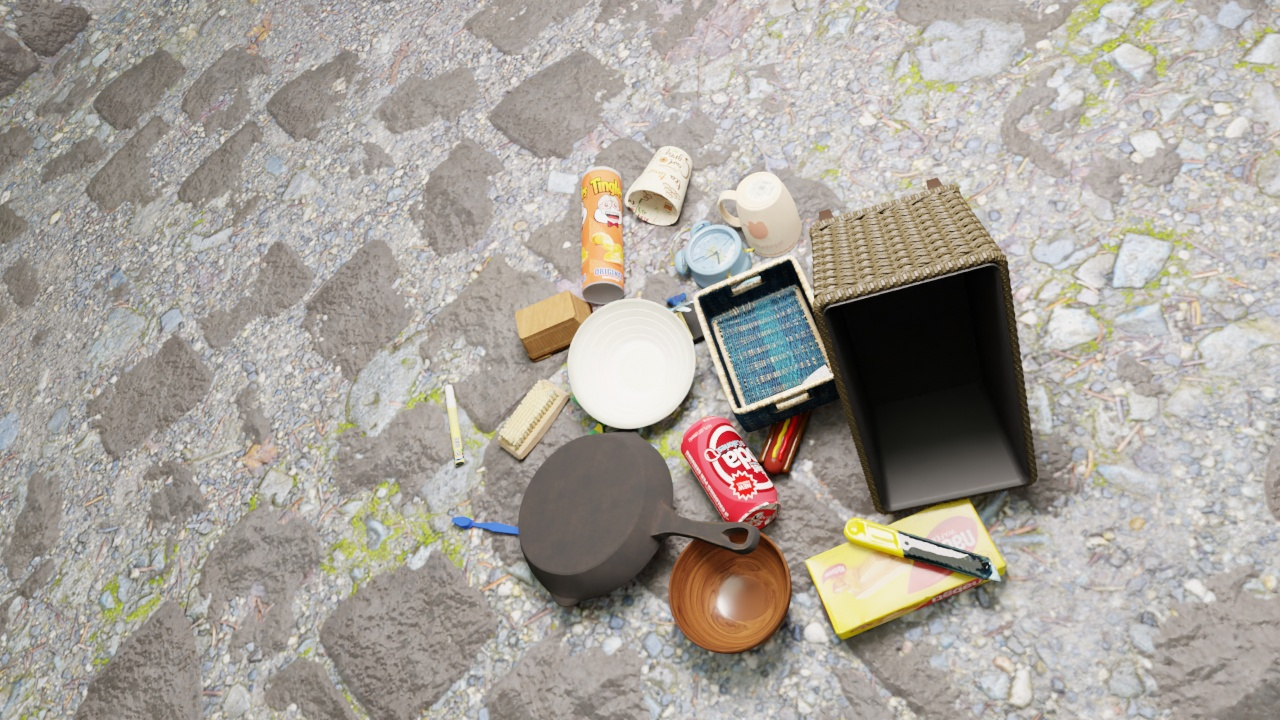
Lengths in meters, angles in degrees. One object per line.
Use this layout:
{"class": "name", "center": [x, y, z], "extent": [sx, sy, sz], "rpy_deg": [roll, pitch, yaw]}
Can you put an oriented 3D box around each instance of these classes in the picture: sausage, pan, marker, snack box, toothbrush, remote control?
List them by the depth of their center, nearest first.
{"class": "snack box", "center": [0.298, 0.234, 1.039], "extent": [0.201, 0.042, 0.092], "rpy_deg": [-25, 58, 9]}
{"class": "pan", "center": [-0.016, 0.190, 1.135], "extent": [0.357, 0.043, 0.248], "rpy_deg": [2, 62, 38]}
{"class": "sausage", "center": [0.192, 0.073, 1.165], "extent": [0.040, 0.040, 0.155], "rpy_deg": [15, 71, 27]}
{"class": "toothbrush", "center": [-0.178, 0.231, 1.252], "extent": [0.187, 0.011, 0.016], "rpy_deg": [4, 66, 24]}
{"class": "remote control", "center": [0.036, -0.032, 1.296], "extent": [0.133, 0.013, 0.058], "rpy_deg": [-28, 58, 7]}
{"class": "marker", "center": [-0.276, 0.094, 1.359], "extent": [0.014, 0.014, 0.132], "rpy_deg": [-22, 59, 11]}

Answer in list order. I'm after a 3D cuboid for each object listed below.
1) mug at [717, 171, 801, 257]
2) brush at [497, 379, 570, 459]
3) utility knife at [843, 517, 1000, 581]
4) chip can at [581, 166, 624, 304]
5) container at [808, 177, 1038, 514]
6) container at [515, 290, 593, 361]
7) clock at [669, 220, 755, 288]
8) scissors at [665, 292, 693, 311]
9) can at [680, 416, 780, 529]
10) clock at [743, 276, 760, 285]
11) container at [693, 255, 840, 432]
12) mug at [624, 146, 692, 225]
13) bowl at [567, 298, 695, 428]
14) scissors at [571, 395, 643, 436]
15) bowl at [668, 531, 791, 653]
{"class": "mug", "center": [0.161, -0.209, 1.280], "extent": [0.112, 0.104, 0.085], "rpy_deg": [10, 68, 25]}
{"class": "brush", "center": [-0.155, 0.080, 1.303], "extent": [0.049, 0.039, 0.117], "rpy_deg": [31, 80, 30]}
{"class": "utility knife", "center": [0.309, 0.209, 1.009], "extent": [0.171, 0.020, 0.028], "rpy_deg": [14, 72, 29]}
{"class": "chip can", "center": [-0.058, -0.190, 1.385], "extent": [0.062, 0.062, 0.210], "rpy_deg": [-11, 61, 17]}
{"class": "container", "center": [0.300, -0.023, 1.004], "extent": [0.177, 0.321, 0.204], "rpy_deg": [-15, 38, 15]}
{"class": "container", "center": [-0.128, -0.053, 1.345], "extent": [0.114, 0.061, 0.063], "rpy_deg": [-22, 59, 11]}
{"class": "clock", "center": [0.098, -0.152, 1.309], "extent": [0.124, 0.051, 0.088], "rpy_deg": [26, 79, 30]}
{"class": "scissors", "center": [0.058, -0.082, 1.268], "extent": [0.086, 0.015, 0.135], "rpy_deg": [-44, 14, -29]}
{"class": "can", "center": [0.110, 0.140, 1.143], "extent": [0.074, 0.074, 0.142], "rpy_deg": [-34, 57, 3]}
{"class": "clock", "center": [0.172, -0.083, 1.250], "extent": [0.087, 0.042, 0.123], "rpy_deg": [28, 79, 31]}
{"class": "container", "center": [0.163, -0.021, 1.156], "extent": [0.145, 0.071, 0.187], "rpy_deg": [-22, 59, 9]}
{"class": "mug", "center": [0.022, -0.265, 1.396], "extent": [0.122, 0.081, 0.097], "rpy_deg": [-9, 50, 48]}
{"class": "bowl", "center": [-0.007, 0.007, 1.253], "extent": [0.177, 0.058, 0.176], "rpy_deg": [-2, 82, 13]}
{"class": "scissors", "center": [-0.044, 0.076, 1.275], "extent": [0.120, 0.012, 0.128], "rpy_deg": [-11, 63, 16]}
{"class": "bowl", "center": [0.113, 0.274, 1.076], "extent": [0.147, 0.069, 0.147], "rpy_deg": [-13, 58, 21]}
